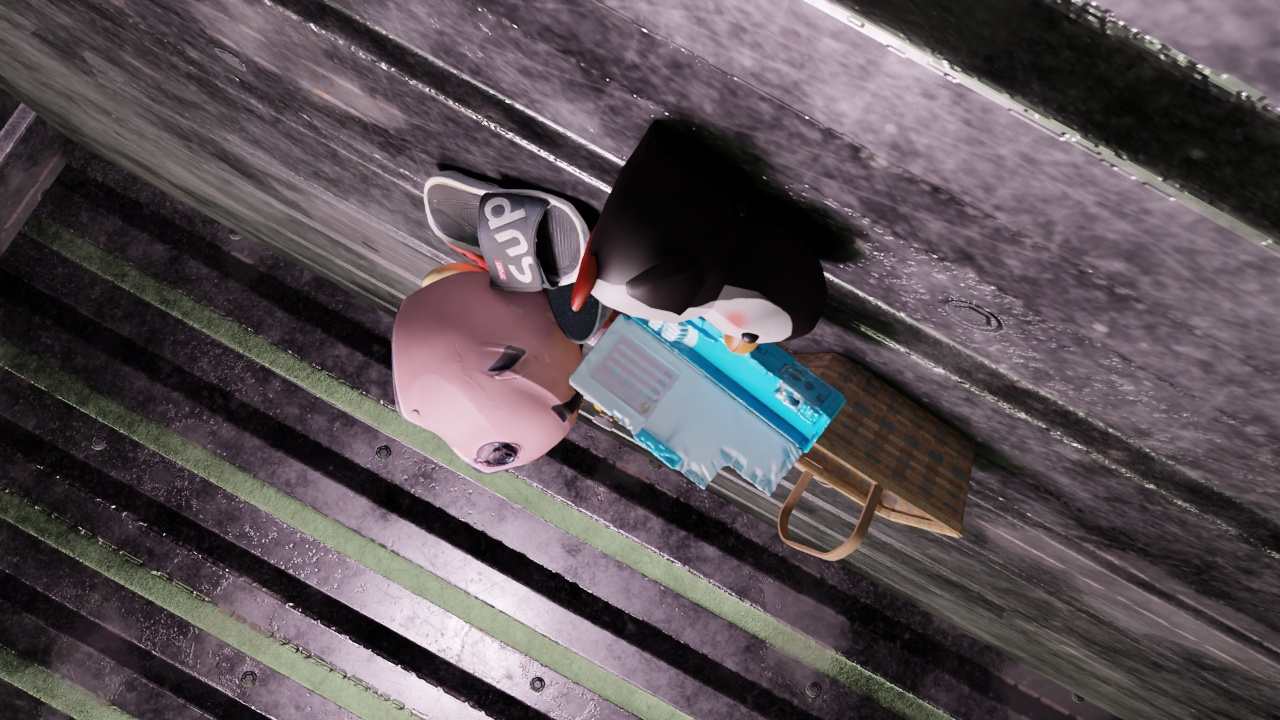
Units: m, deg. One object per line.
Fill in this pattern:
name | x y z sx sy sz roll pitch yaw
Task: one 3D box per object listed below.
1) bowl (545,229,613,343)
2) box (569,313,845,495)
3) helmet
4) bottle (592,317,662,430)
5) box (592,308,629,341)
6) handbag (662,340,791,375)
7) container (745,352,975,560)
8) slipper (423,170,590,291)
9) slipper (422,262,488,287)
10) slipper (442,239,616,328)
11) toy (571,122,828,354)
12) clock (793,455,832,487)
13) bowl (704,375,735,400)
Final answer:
bowl | -0.051 -0.090 1.002 0.057 0.137 0.137 -11 -169 -29
box | 0.063 0.018 0.859 0.227 0.171 0.085 38 -146 13
helmet | -0.155 -0.001 1.069 0.153 0.229 0.255 -31 127 27
bottle | -0.007 0.006 1.101 0.071 0.163 0.071 28 170 5
box | 0.015 0.022 1.213 0.230 0.062 0.160 48 172 15
handbag | 0.033 -0.071 0.905 0.198 0.062 0.176 40 159 -14
container | 0.221 0.124 0.998 0.250 0.186 0.158 32 170 -16
slipper | -0.157 -0.137 0.986 0.264 0.063 0.111 25 133 37
slipper | -0.191 -0.106 1.280 0.112 0.079 0.261 -15 162 33
slipper | -0.132 -0.115 1.147 0.249 0.059 0.103 29 172 7
toy | 0.058 -0.082 0.693 0.184 0.140 0.158 21 -156 -8
clock | 0.264 0.136 1.309 0.103 0.061 0.157 19 159 42
bowl | 0.110 0.032 1.091 0.067 0.144 0.145 -33 125 26
